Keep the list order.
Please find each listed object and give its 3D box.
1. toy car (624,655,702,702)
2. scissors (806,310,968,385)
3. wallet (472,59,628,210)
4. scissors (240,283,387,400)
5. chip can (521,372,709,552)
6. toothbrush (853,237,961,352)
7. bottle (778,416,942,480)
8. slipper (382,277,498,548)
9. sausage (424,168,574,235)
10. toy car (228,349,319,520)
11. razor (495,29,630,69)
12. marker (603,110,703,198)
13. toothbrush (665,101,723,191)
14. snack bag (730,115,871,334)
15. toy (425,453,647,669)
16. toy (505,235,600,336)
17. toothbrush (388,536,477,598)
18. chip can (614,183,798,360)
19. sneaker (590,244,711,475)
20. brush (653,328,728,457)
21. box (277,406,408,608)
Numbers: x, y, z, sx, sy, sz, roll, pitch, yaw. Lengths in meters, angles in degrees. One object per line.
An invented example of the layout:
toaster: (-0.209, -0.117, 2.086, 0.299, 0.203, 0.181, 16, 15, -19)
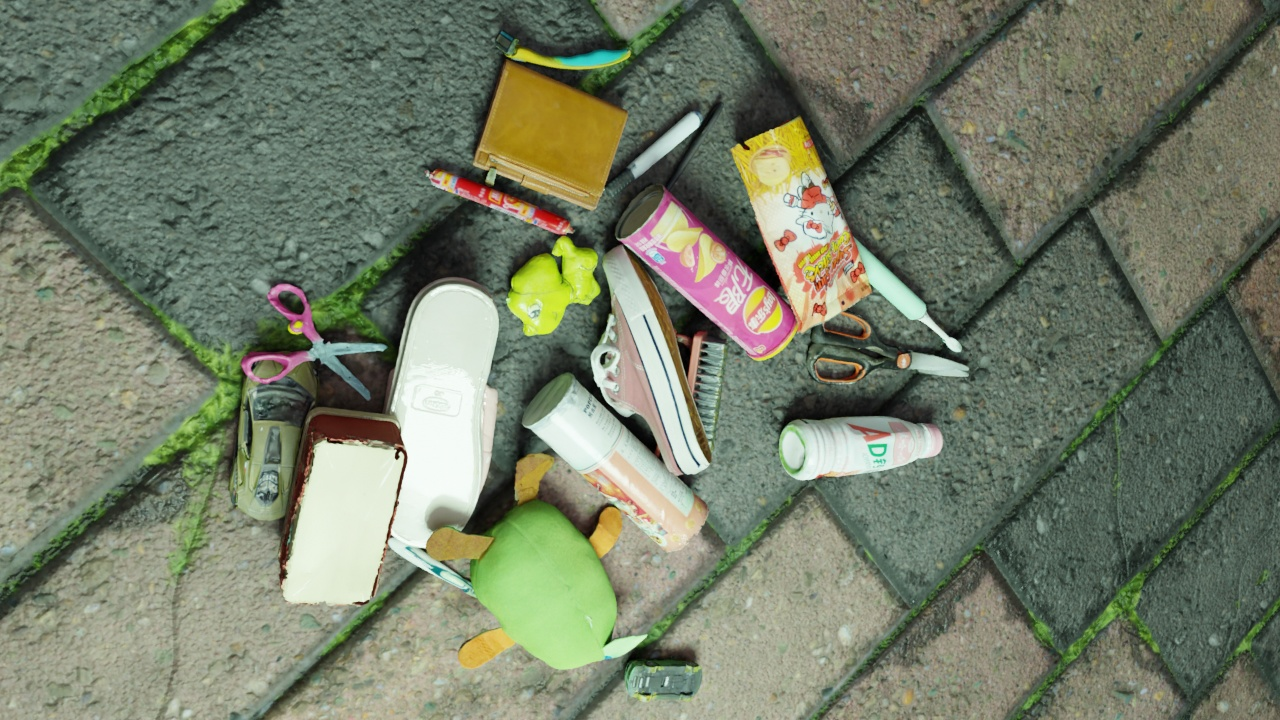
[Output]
toy car: (0.026, 0.355, 1.027, 0.091, 0.036, 0.043, 10, 94, -21)
scissors: (0.299, -0.017, 1.074, 0.234, 0.022, 0.137, -12, 102, -18)
wallet: (-0.088, -0.211, 0.891, 0.130, 0.035, 0.119, 18, 92, -21)
scissors: (-0.301, -0.006, 0.840, 0.133, 0.017, 0.125, 48, 57, -14)
chip can: (-0.022, 0.108, 0.950, 0.214, 0.071, 0.071, 45, 82, -21)
toothbrush: (0.301, -0.075, 1.063, 0.224, 0.027, 0.026, 37, 89, -21)
bottle: (0.258, 0.096, 1.056, 0.196, 0.068, 0.068, -2, 100, -23)
slipper: (-0.195, 0.052, 0.883, 0.114, 0.054, 0.275, 6, 107, -17)
sausage: (-0.134, -0.154, 0.891, 0.155, 0.020, 0.020, 19, 92, -22)
toy car: (-0.337, 0.068, 0.844, 0.070, 0.042, 0.158, 6, 94, -22)
razor: (-0.071, -0.297, 0.887, 0.132, 0.043, 0.028, -4, 117, -25)
marker: (0.013, -0.211, 0.937, 0.130, 0.023, 0.018, -42, 122, -12)
toothbrush: (0.040, -0.191, 0.953, 0.018, 0.016, 0.181, 31, 88, -28)
snack bag: (0.170, -0.144, 0.963, 0.128, 0.073, 0.208, -31, 101, -36)
toy: (-0.100, 0.221, 0.931, 0.226, 0.090, 0.247, -40, 114, -24)
toy: (-0.088, -0.075, 0.916, 0.100, 0.031, 0.097, -8, 102, -24)
toothbrush: (-0.179, 0.232, 0.941, 0.191, 0.018, 0.016, 39, 84, -23)
chip can: (0.071, -0.088, 0.941, 0.210, 0.071, 0.071, 39, 84, -26)
sneaker: (-0.005, 0.005, 0.917, 0.088, 0.118, 0.241, -19, 85, 11)
brush: (0.051, 0.041, 0.976, 0.069, 0.063, 0.146, 9, 99, 9)
box: (-0.268, 0.136, 0.817, 0.091, 0.079, 0.168, 9, 109, -26)
